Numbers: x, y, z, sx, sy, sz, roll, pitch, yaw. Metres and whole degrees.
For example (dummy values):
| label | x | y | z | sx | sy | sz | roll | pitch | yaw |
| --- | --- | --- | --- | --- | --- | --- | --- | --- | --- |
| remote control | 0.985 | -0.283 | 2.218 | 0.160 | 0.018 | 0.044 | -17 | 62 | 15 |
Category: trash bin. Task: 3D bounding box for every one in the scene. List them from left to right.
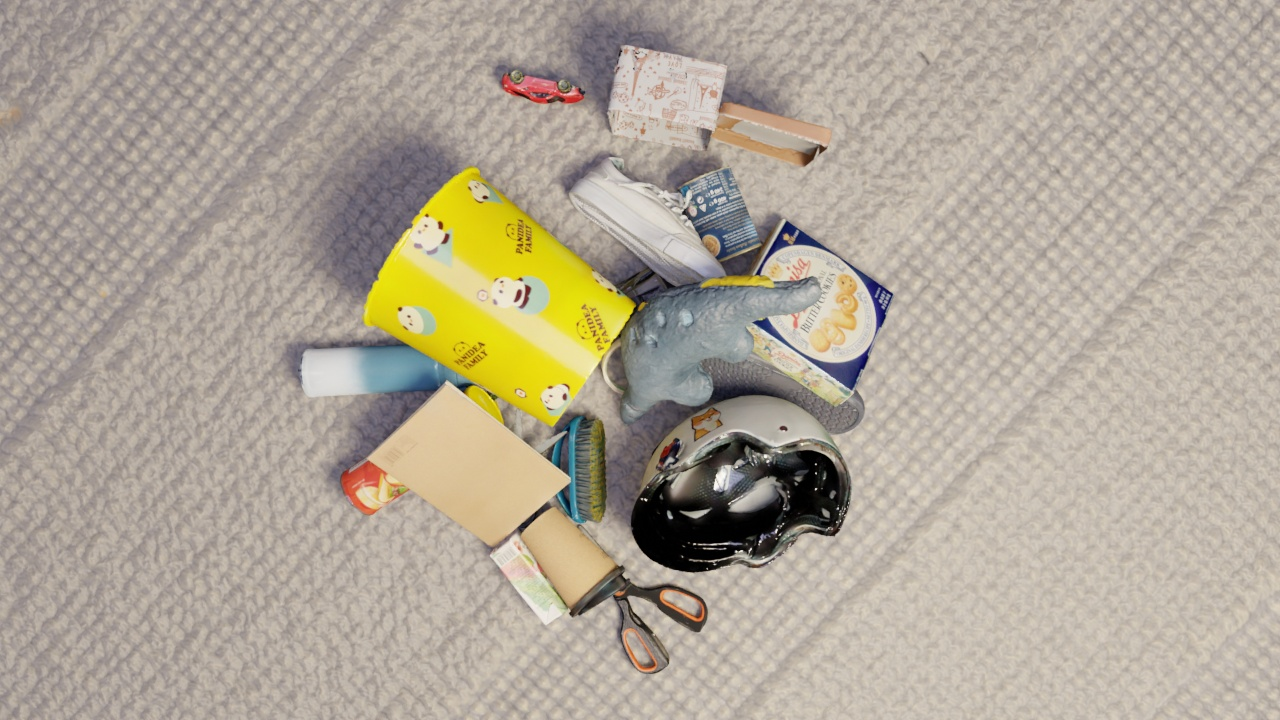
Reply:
| label | x | y | z | sx | sy | sz | roll | pitch | yaw |
| --- | --- | --- | --- | --- | --- | --- | --- | --- | --- |
| trash bin | -0.159 | -0.066 | 1.106 | 0.255 | 0.229 | 0.229 | 35 | 93 | -3 |

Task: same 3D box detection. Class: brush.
| label | x | y | z | sx | sy | sz | roll | pitch | yaw |
| --- | --- | --- | --- | --- | --- | --- | --- | --- | --- |
| brush | -0.082 | 0.144 | 1.214 | 0.074 | 0.055 | 0.144 | 0 | 95 | 21 |

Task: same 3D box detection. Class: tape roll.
| label | x | y | z | sx | sy | sz | roll | pitch | yaw |
| --- | --- | --- | --- | --- | --- | --- | --- | --- | --- |
| tape roll | -0.007 | 0.007 | 1.205 | 0.085 | 0.014 | 0.086 | -4 | 117 | -7 |

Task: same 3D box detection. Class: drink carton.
| label | x | y | z | sx | sy | sz | roll | pitch | yaw |
| --- | --- | --- | --- | --- | --- | --- | --- | --- | --- |
| drink carton | -0.146 | 0.289 | 1.223 | 0.045 | 0.053 | 0.122 | -37 | 94 | 6 |

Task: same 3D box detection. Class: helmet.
| label | x | y | z | sx | sy | sz | roll | pitch | yaw |
| --- | --- | --- | --- | --- | --- | --- | --- | --- | --- |
| helmet | 0.119 | 0.139 | 1.156 | 0.275 | 0.156 | 0.230 | -28 | 125 | 22 |

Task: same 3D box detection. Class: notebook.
| label | x | y | z | sx | sy | sz | roll | pitch | yaw |
| --- | --- | --- | --- | --- | --- | --- | --- | --- | --- |
| notebook | -0.215 | 0.137 | 1.158 | 0.150 | 0.012 | 0.211 | -41 | 115 | 15 |

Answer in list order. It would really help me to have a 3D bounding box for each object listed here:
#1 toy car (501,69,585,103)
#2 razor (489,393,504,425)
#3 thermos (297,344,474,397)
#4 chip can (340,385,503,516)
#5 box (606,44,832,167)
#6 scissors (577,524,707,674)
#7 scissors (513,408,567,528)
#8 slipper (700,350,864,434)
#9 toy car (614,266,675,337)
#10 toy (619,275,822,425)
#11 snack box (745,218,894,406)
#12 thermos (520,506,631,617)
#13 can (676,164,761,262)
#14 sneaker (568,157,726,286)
| label | x | y | z | sx | sy | sz | roll | pitch | yaw |
| --- | --- | --- | --- | --- | --- | --- | --- | --- | --- |
| toy car | -0.124 | -0.346 | 1.174 | 0.106 | 0.049 | 0.031 | 9 | 95 | -1 |
| razor | -0.170 | 0.106 | 1.223 | 0.043 | 0.028 | 0.132 | -38 | 96 | -1 |
| thermos | -0.324 | 0.013 | 1.194 | 0.220 | 0.070 | 0.070 | -2 | 95 | 0 |
| chip can | -0.283 | 0.117 | 1.186 | 0.217 | 0.073 | 0.073 | -32 | 94 | 9 |
| box | 0.095 | -0.298 | 1.117 | 0.261 | 0.177 | 0.082 | 13 | 95 | 0 |
| scissors | -0.008 | 0.315 | 1.245 | 0.204 | 0.021 | 0.224 | -14 | 90 | 1 |
| scissors | -0.164 | 0.145 | 1.212 | 0.181 | 0.014 | 0.159 | -23 | 103 | 16 |
| slipper | 0.165 | 0.012 | 1.192 | 0.268 | 0.083 | 0.111 | 22 | 137 | -6 |
| toy car | 0.018 | -0.090 | 1.201 | 0.158 | 0.042 | 0.070 | -32 | 95 | -1 |
| toy | 0.051 | -0.020 | 1.095 | 0.138 | 0.091 | 0.358 | 30 | 135 | -20 |
| snack box | 0.212 | -0.062 | 1.154 | 0.182 | 0.046 | 0.177 | 34 | 56 | -3 |
| thermos | -0.088 | 0.264 | 1.199 | 0.093 | 0.093 | 0.143 | -43 | 78 | 3 |
| can | 0.100 | -0.185 | 1.176 | 0.075 | 0.075 | 0.111 | -22 | 94 | 1 |
| sneaker | 0.026 | -0.174 | 1.156 | 0.242 | 0.089 | 0.090 | 38 | 78 | 18 |
